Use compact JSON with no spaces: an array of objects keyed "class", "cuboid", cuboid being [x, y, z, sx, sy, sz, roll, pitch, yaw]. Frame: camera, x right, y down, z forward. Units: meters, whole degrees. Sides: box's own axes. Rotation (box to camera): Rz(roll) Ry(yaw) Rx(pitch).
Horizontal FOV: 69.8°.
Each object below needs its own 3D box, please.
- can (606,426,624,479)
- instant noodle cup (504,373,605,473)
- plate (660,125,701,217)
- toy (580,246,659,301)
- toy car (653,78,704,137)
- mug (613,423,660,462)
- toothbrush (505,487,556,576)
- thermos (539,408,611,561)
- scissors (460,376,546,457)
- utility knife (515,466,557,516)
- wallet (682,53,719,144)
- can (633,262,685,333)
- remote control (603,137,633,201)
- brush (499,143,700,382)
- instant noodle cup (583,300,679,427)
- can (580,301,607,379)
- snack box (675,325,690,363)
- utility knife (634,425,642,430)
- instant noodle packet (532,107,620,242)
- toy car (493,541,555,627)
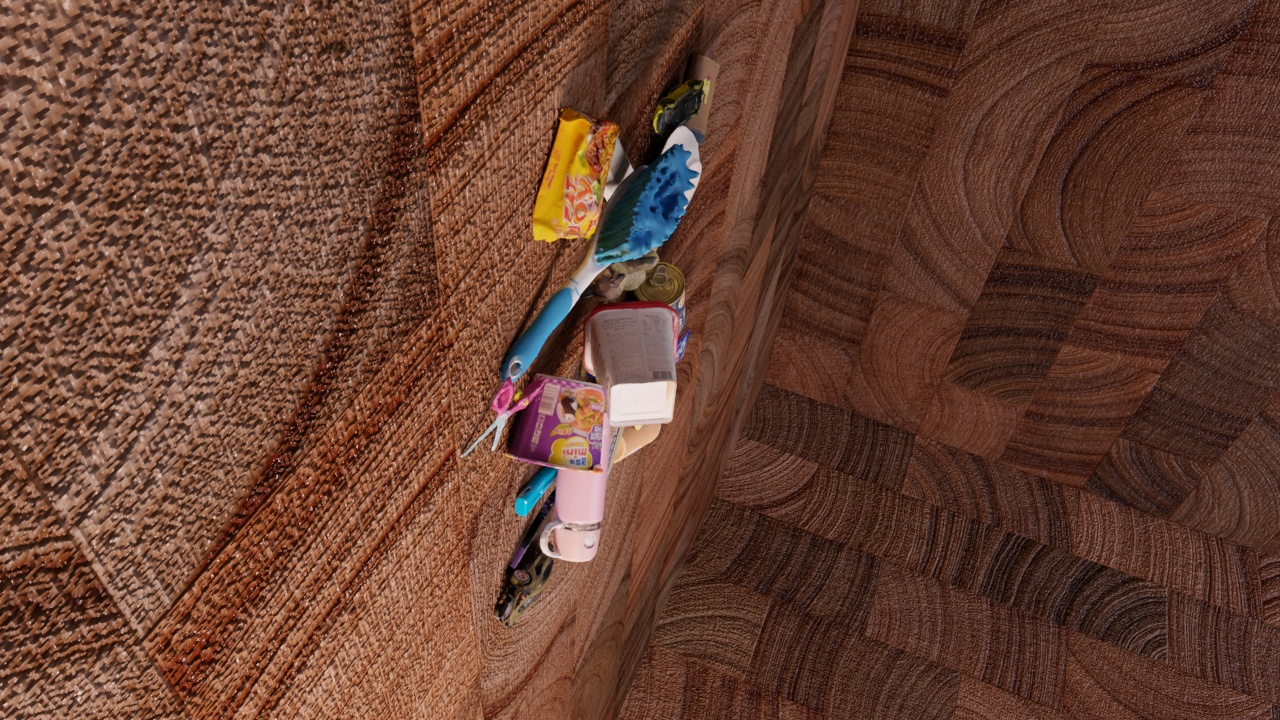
[{"class":"can","cuboid":[-0.060,0.114,1.330,0.074,0.049,0.148,-17,125,-75]},{"class":"instant noodle cup","cuboid":[-0.088,0.069,1.033,0.111,0.112,0.099,31,69,-77]},{"class":"plate","cuboid":[0.039,-0.222,1.219,0.164,0.034,0.163,-61,169,8]},{"class":"toy","cuboid":[-0.022,-0.117,1.133,0.105,0.066,0.156,-26,-169,29]},{"class":"toy car","cuboid":[0.045,-0.325,1.172,0.105,0.032,0.048,-46,155,-36]},{"class":"mug","cuboid":[-0.026,0.113,1.431,0.122,0.078,0.078,-33,141,-62]},{"class":"toothbrush","cuboid":[-0.128,0.200,1.213,0.188,0.014,0.017,-59,167,-18]},{"class":"thermos","cuboid":[-0.085,0.160,1.191,0.087,0.067,0.198,3,96,-40]},{"class":"scissors","cuboid":[-0.139,0.054,0.941,0.133,0.017,0.134,-46,168,-35]},{"class":"utility knife","cuboid":[-0.120,0.150,1.202,0.181,0.018,0.034,-49,154,-63]},{"class":"wallet","cuboid":[0.077,-0.358,1.262,0.090,0.033,0.115,-31,136,-69]},{"class":"can","cuboid":[0.029,-0.084,1.356,0.111,0.075,0.075,83,29,-64]},{"class":"remote control","cuboid":[-0.029,-0.212,1.036,0.125,0.024,0.049,47,64,-77]},{"class":"brush","cuboid":[-0.041,-0.104,0.972,0.060,0.110,0.313,46,56,-29]},{"class":"instant noodle cup","cuboid":[-0.006,0.006,1.091,0.117,0.116,0.124,94,-11,-46]},{"class":"can","cuboid":[-0.025,-0.015,1.209,0.057,0.083,0.102,-44,151,-64]},{"class":"snack box","cuboid":[0.025,-0.009,1.494,0.207,0.058,0.057,-45,151,-63]},{"class":"utility knife","cuboid":[-0.007,0.066,1.327,0.184,0.019,0.031,86,22,-70]},{"class":"instant noodle packet","cuboid":[-0.062,-0.179,0.905,0.110,0.044,0.128,-21,130,-68]},{"class":"toy car","cuboid":[-0.147,0.297,1.229,0.070,0.042,0.157,-63,174,22]}]
